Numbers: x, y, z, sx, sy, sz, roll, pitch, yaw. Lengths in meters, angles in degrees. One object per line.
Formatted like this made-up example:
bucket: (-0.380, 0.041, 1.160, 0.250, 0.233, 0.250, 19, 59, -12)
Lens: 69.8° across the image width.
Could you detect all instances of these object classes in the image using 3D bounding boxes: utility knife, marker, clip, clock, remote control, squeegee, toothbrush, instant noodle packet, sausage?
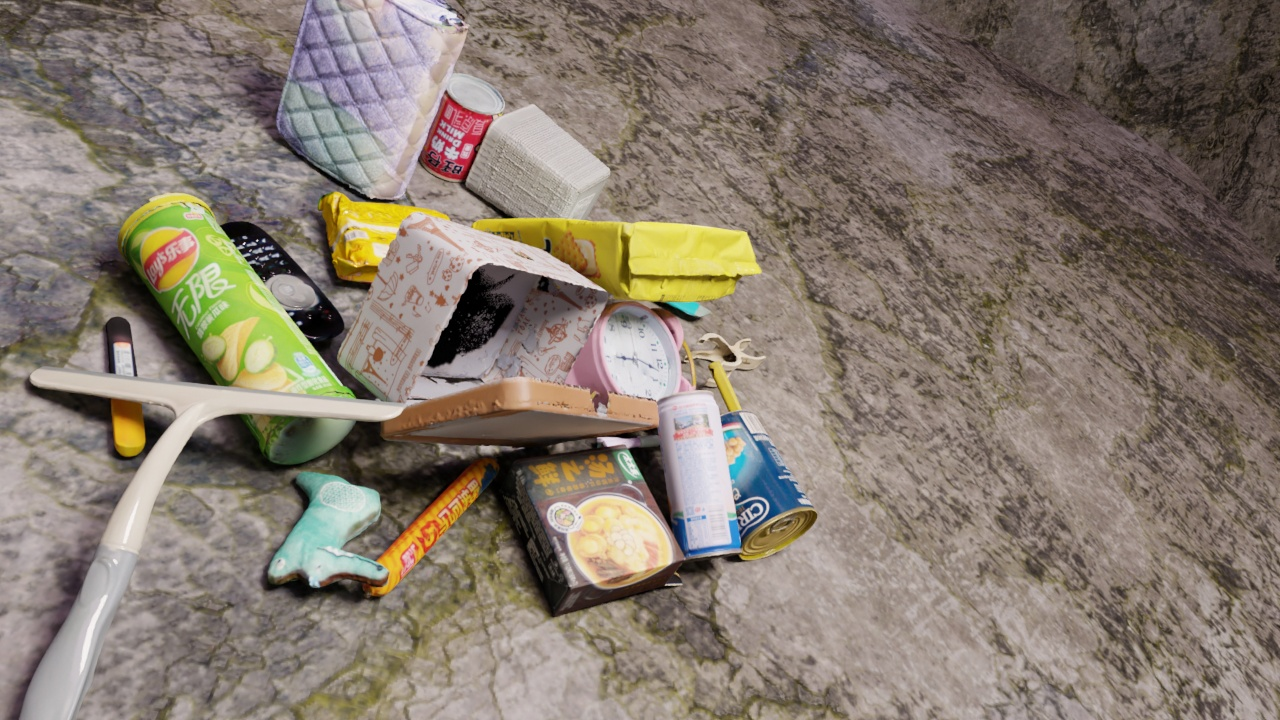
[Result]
utility knife: (-0.018, -0.096, 0.988, 0.207, 0.013, 0.029, 29, 35, -2)
marker: (-0.350, 0.015, 0.621, 0.018, 0.015, 0.123, 3, 44, -37)
clip: (0.097, 0.007, 0.948, 0.104, 0.035, 0.083, 11, 39, -40)
clock: (-0.005, 0.005, 0.819, 0.158, 0.060, 0.117, 6, 70, -48)
remote control: (-0.292, -0.060, 0.737, 0.136, 0.024, 0.053, 46, 37, 13)
squeegee: (-0.287, 0.102, 0.514, 0.246, 0.039, 0.245, 6, 53, 3)
toothbrush: (0.040, 0.074, 0.842, 0.188, 0.021, 0.029, -2, 48, -40)
instant noodle packet: (-0.219, -0.102, 0.822, 0.128, 0.044, 0.110, 7, 38, -36)
sausage: (-0.146, 0.114, 0.656, 0.021, 0.022, 0.164, 36, 37, 3)
toothbrush: (0.101, 0.083, 0.858, 0.016, 0.016, 0.190, -2, 58, -35)

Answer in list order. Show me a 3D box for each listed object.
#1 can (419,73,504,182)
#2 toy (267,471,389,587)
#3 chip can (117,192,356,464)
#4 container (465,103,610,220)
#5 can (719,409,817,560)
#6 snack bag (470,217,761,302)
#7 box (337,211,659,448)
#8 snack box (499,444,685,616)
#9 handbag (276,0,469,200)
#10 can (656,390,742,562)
can: (-0.188, -0.240, 0.955, 0.066, 0.094, 0.066, 21, 39, -18)
toy: (-0.202, 0.116, 0.602, 0.096, 0.030, 0.091, 15, 40, 7)
chip can: (-0.289, -0.023, 0.659, 0.221, 0.073, 0.072, 47, 39, 17)
container: (-0.105, -0.195, 0.969, 0.114, 0.090, 0.090, 38, 37, 5)
can: (0.093, 0.106, 0.798, 0.075, 0.075, 0.111, -1, 49, -37)
snack bag: (-0.034, -0.094, 0.838, 0.247, 0.068, 0.157, 11, 11, 44)
box: (-0.089, 0.009, 0.669, 0.178, 0.153, 0.182, 33, 12, 27)
snack box: (-0.030, 0.127, 0.711, 0.125, 0.053, 0.113, -7, 52, -34)
handbag: (-0.248, -0.260, 0.849, 0.134, 0.194, 0.075, 34, 35, -1)
can: (0.047, 0.095, 0.753, 0.053, 0.053, 0.134, 3, 72, -35)
